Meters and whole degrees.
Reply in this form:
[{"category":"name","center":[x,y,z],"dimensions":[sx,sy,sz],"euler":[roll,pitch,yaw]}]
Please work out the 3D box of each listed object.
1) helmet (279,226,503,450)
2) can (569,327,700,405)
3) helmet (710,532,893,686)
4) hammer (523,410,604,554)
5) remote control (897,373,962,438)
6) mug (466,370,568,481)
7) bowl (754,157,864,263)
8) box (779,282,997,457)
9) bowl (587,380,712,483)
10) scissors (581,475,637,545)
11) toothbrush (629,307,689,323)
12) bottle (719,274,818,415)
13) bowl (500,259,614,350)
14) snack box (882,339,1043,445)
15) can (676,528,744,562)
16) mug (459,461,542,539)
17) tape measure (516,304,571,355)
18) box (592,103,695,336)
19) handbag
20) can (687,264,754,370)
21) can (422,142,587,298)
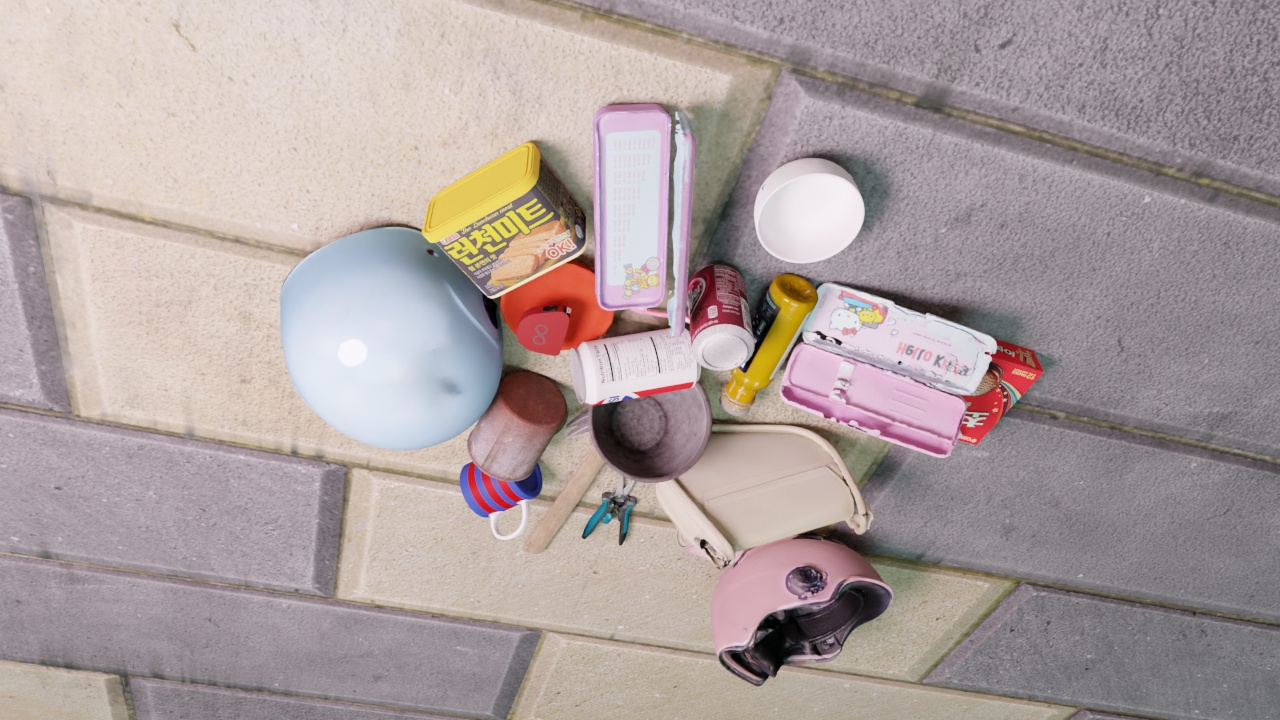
[{"category":"helmet","center":[-0.257,0.003,0.972],"dimensions":[0.226,0.166,0.266],"euler":[-27,138,10]},{"category":"can","center":[-0.006,0.006,1.007],"dimensions":[0.132,0.070,0.070],"euler":[-10,135,-14]},{"category":"helmet","center":[0.214,0.332,1.283],"dimensions":[0.255,0.152,0.230],"euler":[-26,139,7]},{"category":"hammer","center":[-0.084,0.167,1.218],"dimensions":[0.119,0.030,0.332],"euler":[14,136,-22]},{"category":"remote control","center":[0.327,0.062,1.080],"dimensions":[0.050,0.011,0.136],"euler":[-30,126,25]},{"category":"mug","center":[-0.134,0.076,1.100],"dimensions":[0.122,0.096,0.110],"euler":[-11,150,-43]},{"category":"bowl","center":[0.163,-0.152,0.902],"dimensions":[0.105,0.054,0.105],"euler":[-2,133,-2]},{"category":"box","center":[0.269,0.011,1.015],"dimensions":[0.201,0.059,0.156],"euler":[20,98,6]},{"category":"bowl","center":[0.005,0.071,1.073],"dimensions":[0.145,0.144,0.067],"euler":[11,170,-11]},{"category":"scissors","center":[-0.037,0.212,1.264],"dimensions":[0.151,0.019,0.120],"euler":[-31,126,23]},{"category":"toothbrush","center":[0.053,-0.046,1.010],"dimensions":[0.135,0.021,0.016],"euler":[15,127,4]},{"category":"bottle","center":[0.138,-0.012,1.034],"dimensions":[0.053,0.053,0.187],"euler":[12,132,-12]},{"category":"bowl","center":[-0.089,-0.067,0.991],"dimensions":[0.122,0.035,0.122],"euler":[0,133,0]},{"category":"snack box","center":[0.365,0.028,1.083],"dimensions":[0.152,0.035,0.133],"euler":[15,131,-14]},{"category":"can","center":[0.098,0.240,1.258],"dimensions":[0.076,0.067,0.067],"euler":[29,127,-24]},{"category":"mug","center":[-0.171,0.169,1.163],"dimensions":[0.076,0.112,0.075],"euler":[-26,163,21]},{"category":"tape measure","center":[-0.105,-0.037,0.981],"dimensions":[0.051,0.019,0.059],"euler":[14,125,-10]},{"category":"box","center":[0.005,-0.126,0.874],"dimensions":[0.089,0.092,0.215],"euler":[-5,125,-9]},{"category":"handbag","center":[0.142,0.175,1.134],"dimensions":[0.229,0.184,0.132],"euler":[-14,137,-13]},{"category":"can","center":[0.082,-0.046,0.958],"dimensions":[0.063,0.114,0.063],"euler":[0,133,0]},{"category":"can","center":[-0.130,-0.134,0.905],"dimensions":[0.131,0.072,0.101],"euler":[-24,131,20]}]
